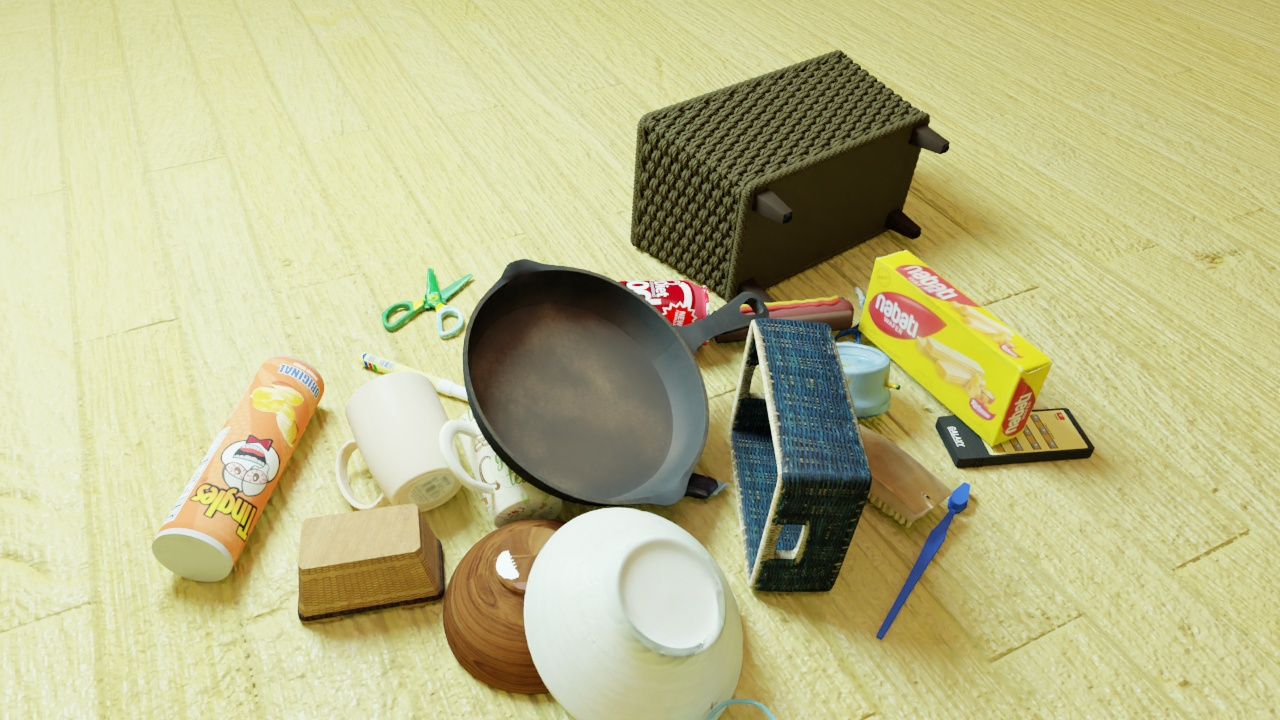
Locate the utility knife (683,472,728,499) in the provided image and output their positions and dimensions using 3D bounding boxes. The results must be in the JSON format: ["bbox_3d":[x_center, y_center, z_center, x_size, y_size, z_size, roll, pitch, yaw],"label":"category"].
[{"bbox_3d":[-0.007,0.102,0.822,0.171,0.020,0.028,9,43,7],"label":"utility knife"}]

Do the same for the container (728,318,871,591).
[{"bbox_3d":[0.126,0.076,0.758,0.071,0.146,0.187,3,41,-4],"label":"container"}]

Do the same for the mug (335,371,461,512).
[{"bbox_3d":[-0.213,0.083,0.799,0.111,0.085,0.104,-34,59,2],"label":"mug"}]

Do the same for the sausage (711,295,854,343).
[{"bbox_3d":[0.148,-0.044,0.969,0.155,0.040,0.040,-6,41,-1],"label":"sausage"}]

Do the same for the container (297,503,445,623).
[{"bbox_3d":[-0.215,0.156,0.720,0.114,0.061,0.063,-7,42,-10],"label":"container"}]

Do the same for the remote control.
[{"bbox_3d":[0.353,0.072,0.869,0.133,0.013,0.058,-4,41,-6],"label":"remote control"}]

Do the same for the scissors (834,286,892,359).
[{"bbox_3d":[0.239,-0.047,1.001,0.086,0.016,0.134,-2,42,-1],"label":"scissors"}]

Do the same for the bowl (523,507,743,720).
[{"bbox_3d":[0.010,0.176,0.651,0.176,0.058,0.176,15,52,-20],"label":"bowl"}]

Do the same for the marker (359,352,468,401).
[{"bbox_3d":[-0.223,0.017,0.916,0.132,0.014,0.014,17,44,18],"label":"marker"}]

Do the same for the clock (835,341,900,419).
[{"bbox_3d":[0.192,0.014,0.893,0.088,0.052,0.124,-8,21,-16],"label":"clock"}]

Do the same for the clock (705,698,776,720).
[{"bbox_3d":[0.083,0.278,0.604,0.087,0.042,0.123,-14,45,-17],"label":"clock"}]

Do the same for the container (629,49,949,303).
[{"bbox_3d":[0.178,-0.204,1.065,0.320,0.177,0.205,-26,52,-28],"label":"container"}]

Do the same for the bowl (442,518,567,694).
[{"bbox_3d":[-0.080,0.170,0.701,0.147,0.069,0.147,1,41,-1],"label":"bowl"}]

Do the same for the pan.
[{"bbox_3d":[-0.005,0.005,0.829,0.354,0.043,0.248,-24,75,-41],"label":"pan"}]

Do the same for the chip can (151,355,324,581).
[{"bbox_3d":[-0.341,0.086,0.796,0.062,0.062,0.209,4,41,3],"label":"chip can"}]

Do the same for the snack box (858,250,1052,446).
[{"bbox_3d":[0.296,-0.017,0.887,0.042,0.092,0.200,-17,44,-23],"label":"snack box"}]

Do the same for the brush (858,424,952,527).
[{"bbox_3d":[0.212,0.101,0.812,0.049,0.039,0.117,-26,48,-31],"label":"brush"}]

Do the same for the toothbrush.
[{"bbox_3d":[0.238,0.162,0.763,0.016,0.011,0.186,26,47,25],"label":"toothbrush"}]

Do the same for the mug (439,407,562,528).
[{"bbox_3d":[-0.119,0.084,0.769,0.081,0.122,0.097,-35,55,22],"label":"mug"}]

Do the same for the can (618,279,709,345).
[{"bbox_3d":[-0.003,-0.045,0.947,0.142,0.075,0.074,-1,41,-3],"label":"can"}]

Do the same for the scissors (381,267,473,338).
[{"bbox_3d":[-0.221,-0.063,1.009,0.119,0.012,0.128,28,49,25],"label":"scissors"}]
